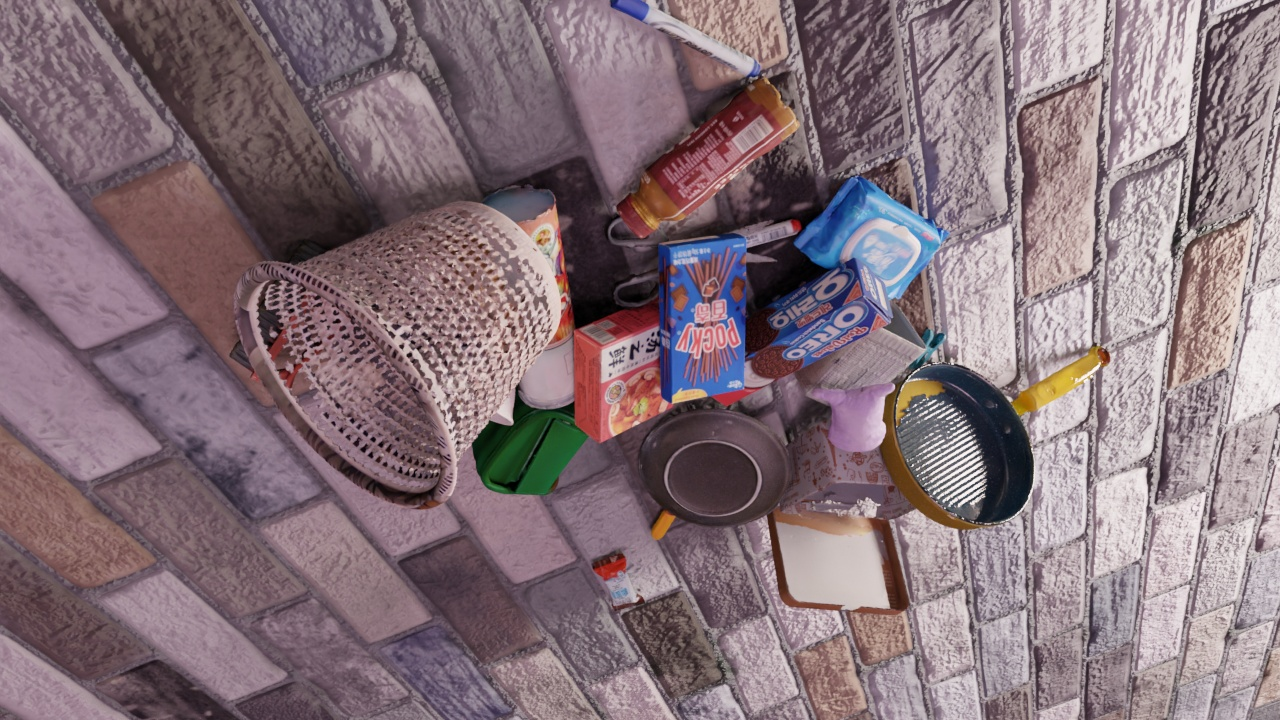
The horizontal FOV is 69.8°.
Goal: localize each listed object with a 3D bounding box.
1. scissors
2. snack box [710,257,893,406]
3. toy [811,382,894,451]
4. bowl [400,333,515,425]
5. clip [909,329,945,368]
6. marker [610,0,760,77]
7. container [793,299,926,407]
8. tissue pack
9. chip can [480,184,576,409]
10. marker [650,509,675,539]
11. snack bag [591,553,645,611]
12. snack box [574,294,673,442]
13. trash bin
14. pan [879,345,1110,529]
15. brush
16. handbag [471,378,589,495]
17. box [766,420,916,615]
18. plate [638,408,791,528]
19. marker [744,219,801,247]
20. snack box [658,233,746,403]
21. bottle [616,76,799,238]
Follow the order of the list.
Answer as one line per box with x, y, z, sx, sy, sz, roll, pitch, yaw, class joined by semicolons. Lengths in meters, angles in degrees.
0.043;-0.104;0.892;0.170;0.014;0.159;36;99;-21;scissors
0.151;-0.027;0.943;0.208;0.058;0.057;-30;132;29;snack box
0.227;0.063;0.978;0.084;0.038;0.108;-2;141;13;toy
-0.167;0.011;0.896;0.118;0.118;0.064;31;75;-34;bowl
0.332;-0.012;1.072;0.049;0.015;0.057;9;123;-26;clip
0.041;-0.273;0.772;0.145;0.017;0.017;17;121;-28;marker
0.227;-0.012;0.993;0.090;0.090;0.114;22;122;-30;container
0.239;-0.119;0.932;0.157;0.052;0.095;21;119;-30;tissue pack
-0.100;-0.056;0.869;0.071;0.071;0.215;-13;130;-7;chip can
0.045;0.174;1.135;0.018;0.015;0.124;14;120;-28;marker
-0.028;0.292;1.199;0.048;0.026;0.104;-17;132;5;snack bag
-0.005;0.005;0.921;0.126;0.044;0.113;-25;131;-35;snack box
-0.178;-0.024;0.751;0.191;0.228;0.228;-45;144;-38;trash bin
0.432;0.064;1.083;0.356;0.197;0.078;-24;168;-32;pan
-0.311;-0.033;0.827;0.069;0.063;0.146;33;115;-20;brush
-0.112;0.085;0.988;0.120;0.068;0.131;21;118;-38;handbag
0.260;0.191;1.082;0.183;0.192;0.157;7;151;-22;box
0.085;0.133;1.067;0.179;0.024;0.180;5;123;7;plate
0.090;-0.115;0.914;0.145;0.017;0.017;-16;131;-4;marker
0.061;-0.040;0.890;0.084;0.026;0.157;-10;111;-24;snack box
0.057;-0.178;0.826;0.175;0.057;0.057;-37;129;13;bottle
